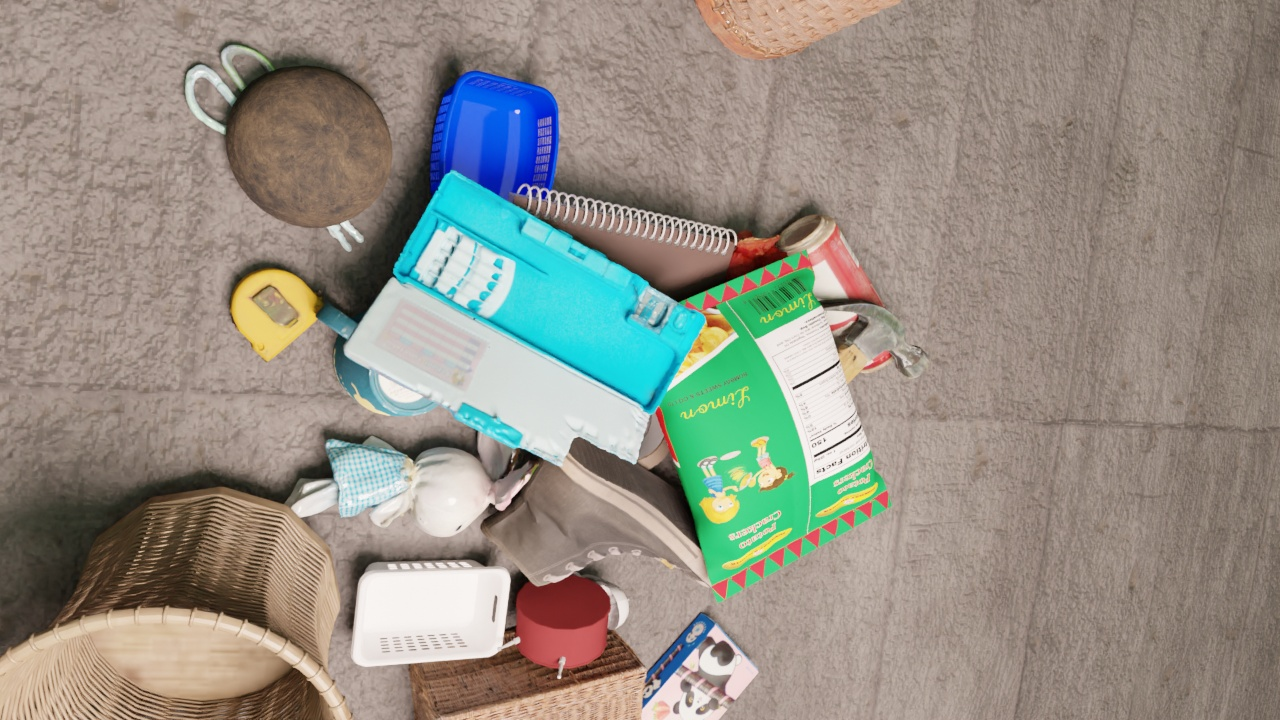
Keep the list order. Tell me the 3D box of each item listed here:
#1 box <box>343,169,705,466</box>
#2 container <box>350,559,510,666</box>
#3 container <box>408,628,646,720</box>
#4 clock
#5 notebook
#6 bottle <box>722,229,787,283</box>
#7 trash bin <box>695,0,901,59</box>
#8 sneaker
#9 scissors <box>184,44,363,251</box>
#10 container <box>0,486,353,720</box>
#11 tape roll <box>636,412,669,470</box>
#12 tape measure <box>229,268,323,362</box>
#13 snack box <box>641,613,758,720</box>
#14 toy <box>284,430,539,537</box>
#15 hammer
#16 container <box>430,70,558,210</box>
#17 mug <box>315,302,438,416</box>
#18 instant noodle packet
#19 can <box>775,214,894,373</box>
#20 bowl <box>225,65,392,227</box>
[{"bbox_3d":[-0.083,-0.017,0.692,0.227,0.074,0.180,29,68,-10],"label":"box"},{"bbox_3d":[-0.184,0.211,0.790,0.129,0.049,0.081,5,96,-28],"label":"container"},{"bbox_3d":[-0.101,0.315,0.815,0.198,0.114,0.113,-7,105,-25],"label":"container"},{"bbox_3d":[-0.064,0.227,0.820,0.124,0.087,0.044,-28,129,-57],"label":"clock"},{"bbox_3d":[-0.030,-0.048,0.787,0.208,0.022,0.172,7,108,-28],"label":"notebook"},{"bbox_3d":[0.108,-0.067,0.867,0.098,0.099,0.111,-6,101,-26],"label":"bottle"},{"bbox_3d":[0.158,-0.347,0.780,0.151,0.210,0.151,-5,101,-26],"label":"trash bin"},{"bbox_3d":[-0.023,0.163,0.828,0.234,0.095,0.120,34,106,-32],"label":"sneaker"},{"bbox_3d":[-0.268,-0.158,0.705,0.072,0.033,0.175,-44,119,-17],"label":"scissors"},{"bbox_3d":[-0.305,0.214,0.621,0.226,0.196,0.227,-5,110,-14],"label":"container"},{"bbox_3d":[-0.011,0.058,0.864,0.093,0.030,0.094,-5,101,-27],"label":"tape roll"},{"bbox_3d":[-0.283,-0.042,0.708,0.068,0.030,0.059,-44,117,-15],"label":"tape measure"},{"bbox_3d":[0.043,0.346,0.939,0.154,0.033,0.088,-45,116,-14],"label":"snack box"},{"bbox_3d":[-0.185,0.110,0.753,0.205,0.131,0.106,-11,124,-13],"label":"toy"},{"bbox_3d":[0.131,0.074,0.902,0.330,0.033,0.132,-47,113,1],"label":"hammer"},{"bbox_3d":[-0.123,-0.170,0.752,0.096,0.058,0.114,6,96,-28],"label":"container"},{"bbox_3d":[-0.201,-0.005,0.713,0.112,0.104,0.084,41,79,-27],"label":"mug"},{"bbox_3d":[0.107,0.055,0.802,0.195,0.090,0.253,-23,99,-20],"label":"instant noodle packet"},{"bbox_3d":[0.202,-0.066,0.932,0.067,0.067,0.170,-44,115,-14],"label":"can"},{"bbox_3d":[-0.238,-0.161,0.683,0.121,0.056,0.121,-5,98,-35],"label":"bowl"}]
